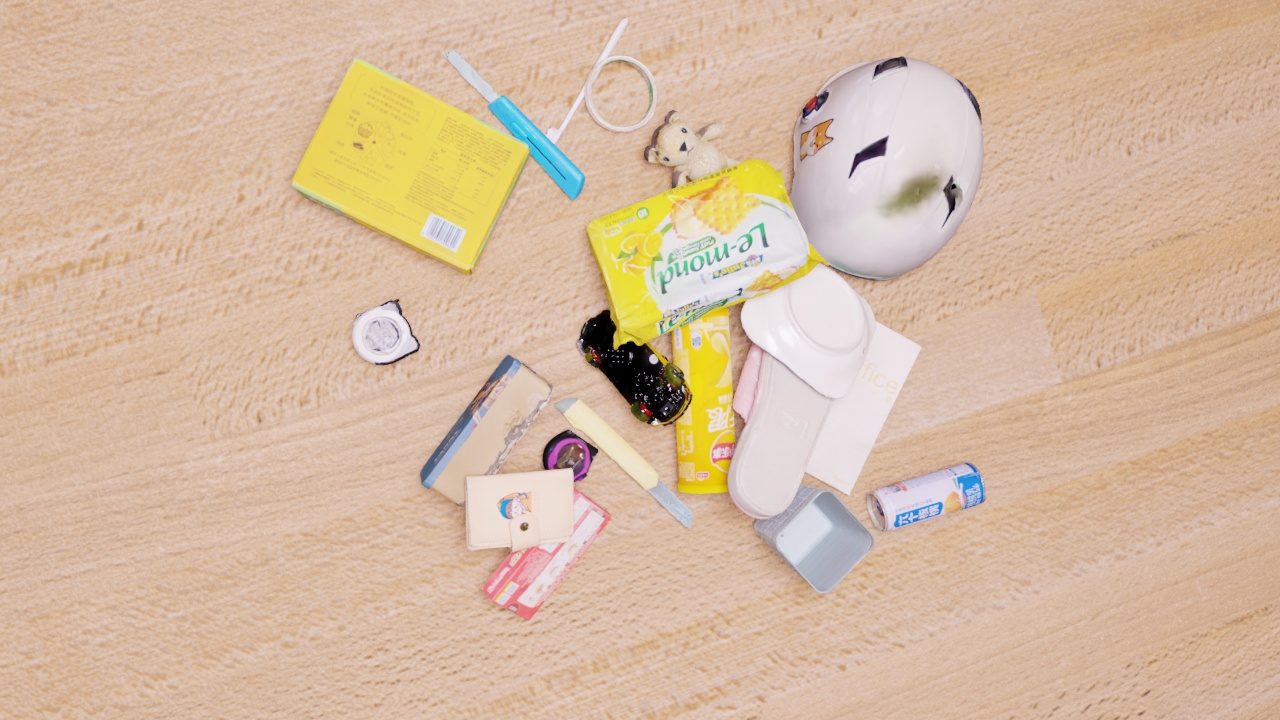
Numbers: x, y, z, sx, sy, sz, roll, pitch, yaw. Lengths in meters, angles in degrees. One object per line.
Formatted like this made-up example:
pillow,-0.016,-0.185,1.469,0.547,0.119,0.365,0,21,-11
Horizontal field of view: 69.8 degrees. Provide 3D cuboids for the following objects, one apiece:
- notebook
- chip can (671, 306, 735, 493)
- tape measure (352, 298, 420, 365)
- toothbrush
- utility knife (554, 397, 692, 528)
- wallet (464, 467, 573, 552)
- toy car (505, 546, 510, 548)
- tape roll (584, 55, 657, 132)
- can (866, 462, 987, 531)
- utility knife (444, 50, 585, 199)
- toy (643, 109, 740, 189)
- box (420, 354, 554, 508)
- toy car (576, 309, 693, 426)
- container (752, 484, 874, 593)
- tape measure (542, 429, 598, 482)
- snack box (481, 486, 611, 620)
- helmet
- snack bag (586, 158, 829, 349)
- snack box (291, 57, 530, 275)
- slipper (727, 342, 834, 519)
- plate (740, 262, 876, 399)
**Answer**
notebook,0.238,0.040,1.119,0.146,0.010,0.206,29,85,-7
chip can,0.072,0.045,1.062,0.072,0.072,0.213,-4,90,-10
tape measure,-0.286,-0.028,1.020,0.066,0.033,0.066,-25,92,-11
toothbrush,-0.063,-0.325,1.068,0.016,0.016,0.180,31,86,-2
utility knife,-0.014,0.118,1.073,0.216,0.022,0.031,44,84,0
wallet,-0.128,0.161,0.978,0.115,0.024,0.087,-3,100,-20
toy car,-0.128,0.175,1.041,0.036,0.043,0.091,40,84,-7
tape roll,-0.023,-0.309,1.066,0.085,0.014,0.086,-3,98,-20
can,0.347,0.167,1.116,0.134,0.053,0.053,-14,92,-9
utility knife,-0.143,-0.273,1.048,0.218,0.034,0.018,46,44,-5
toy,0.081,-0.225,1.067,0.157,0.066,0.105,26,100,-23
box,-0.173,0.082,1.011,0.062,0.090,0.184,39,82,-14
toy car,-0.006,0.006,1.044,0.156,0.041,0.071,46,105,19
container,0.194,0.199,1.061,0.090,0.111,0.090,-43,96,-7
tape measure,-0.083,0.111,1.051,0.057,0.039,0.058,38,84,-8
snack box,-0.104,0.216,1.034,0.153,0.025,0.075,-51,139,-6
helmet,0.297,-0.233,1.057,0.230,0.157,0.274,21,86,-9
snack bag,0.065,-0.119,1.018,0.246,0.068,0.158,-21,59,4
snack box,-0.248,-0.209,1.008,0.210,0.070,0.157,25,86,-8
slipper,0.160,0.054,1.055,0.114,0.055,0.273,29,63,-18
plate,0.205,-0.053,1.062,0.163,0.034,0.163,36,56,-10
